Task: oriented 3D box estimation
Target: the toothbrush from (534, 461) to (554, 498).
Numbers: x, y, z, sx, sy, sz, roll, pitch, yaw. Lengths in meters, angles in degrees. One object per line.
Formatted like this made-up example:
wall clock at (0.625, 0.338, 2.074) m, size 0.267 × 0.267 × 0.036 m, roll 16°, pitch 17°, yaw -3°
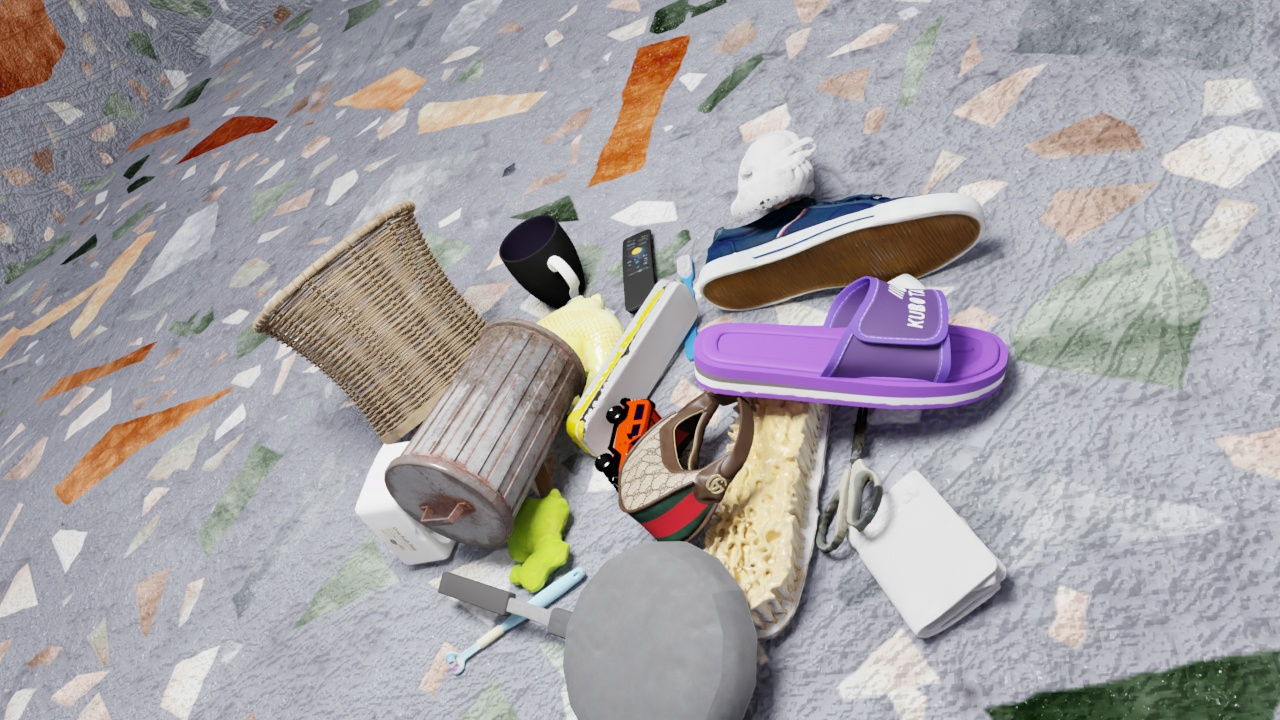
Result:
toothbrush at (-0.122, 0.091, 0.994) m, size 0.016 × 0.016 × 0.166 m, roll -18°, pitch 47°, yaw -12°

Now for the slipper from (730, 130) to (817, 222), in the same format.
slipper at (0.145, -0.208, 1.003) m, size 0.112 × 0.074 × 0.246 m, roll -35°, pitch 11°, yaw 22°

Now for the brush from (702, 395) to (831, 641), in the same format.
brush at (0.112, 0.108, 0.794) m, size 0.083 × 0.056 × 0.270 m, roll -7°, pitch 47°, yaw 31°

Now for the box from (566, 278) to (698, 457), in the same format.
box at (-0.006, 0.005, 0.967) m, size 0.033 × 0.064 × 0.209 m, roll 16°, pitch 64°, yaw 40°

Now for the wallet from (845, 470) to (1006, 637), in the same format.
wallet at (0.216, 0.148, 0.704) m, size 0.086 × 0.032 × 0.116 m, roll -39°, pitch 38°, yaw 11°

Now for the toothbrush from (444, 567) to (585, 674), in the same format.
toothbrush at (-0.116, 0.240, 0.854) m, size 0.155 × 0.016 × 0.022 m, roll -36°, pitch 75°, yaw 0°

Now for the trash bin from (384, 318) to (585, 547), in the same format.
trash bin at (-0.150, 0.074, 0.905) m, size 0.131 × 0.131 × 0.210 m, roll -3°, pitch 44°, yaw 33°

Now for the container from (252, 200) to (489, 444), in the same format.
container at (-0.287, -0.036, 1.056) m, size 0.227 × 0.196 × 0.226 m, roll -39°, pitch 10°, yaw 8°

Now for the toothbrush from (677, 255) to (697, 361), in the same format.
toothbrush at (0.054, -0.063, 1.039) m, size 0.016 × 0.014 × 0.166 m, roll -19°, pitch 43°, yaw 18°

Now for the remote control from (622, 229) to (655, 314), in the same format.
remote control at (-0.001, -0.110, 1.121) m, size 0.041 × 0.020 × 0.151 m, roll -22°, pitch 40°, yaw 16°

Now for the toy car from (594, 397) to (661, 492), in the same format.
toy car at (-0.007, 0.083, 0.906) m, size 0.049 × 0.051 × 0.100 m, roll -13°, pitch 44°, yaw 28°

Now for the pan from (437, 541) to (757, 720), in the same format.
pan at (-0.062, 0.223, 0.771) m, size 0.358 × 0.041 × 0.178 m, roll 3°, pitch 75°, yaw 42°

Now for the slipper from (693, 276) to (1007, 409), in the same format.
slipper at (0.178, -0.025, 0.780) m, size 0.267 × 0.084 × 0.107 m, roll 1°, pitch 32°, yaw 10°

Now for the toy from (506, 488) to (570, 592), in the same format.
toy at (-0.099, 0.175, 0.894) m, size 0.094 × 0.036 × 0.093 m, roll -48°, pitch 46°, yaw -5°

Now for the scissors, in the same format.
scissors at (0.187, 0.085, 0.771) m, size 0.169 × 0.012 × 0.132 m, roll -60°, pitch 8°, yaw -16°

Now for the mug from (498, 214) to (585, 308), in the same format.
mug at (-0.106, -0.110, 1.131) m, size 0.084 × 0.100 × 0.119 m, roll -43°, pitch 40°, yaw -10°

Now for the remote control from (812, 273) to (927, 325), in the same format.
remote control at (0.217, -0.033, 0.886) m, size 0.138 × 0.025 × 0.060 m, roll -30°, pitch 40°, yaw 3°

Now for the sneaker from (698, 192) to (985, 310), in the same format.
sneaker at (0.200, -0.138, 0.943) m, size 0.295 × 0.120 × 0.127 m, roll -9°, pitch 58°, yaw 32°

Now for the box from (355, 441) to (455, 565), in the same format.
box at (-0.219, 0.119, 0.980) m, size 0.083 × 0.110 × 0.189 m, roll 2°, pitch 48°, yaw 34°

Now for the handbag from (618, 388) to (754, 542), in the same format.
handbag at (0.045, 0.084, 0.809) m, size 0.138 × 0.063 × 0.166 m, roll -43°, pitch 14°, yaw 12°

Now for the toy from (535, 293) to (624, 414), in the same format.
toy at (-0.083, -0.008, 1.046) m, size 0.171 × 0.064 × 0.154 m, roll 0°, pitch 66°, yaw 38°
